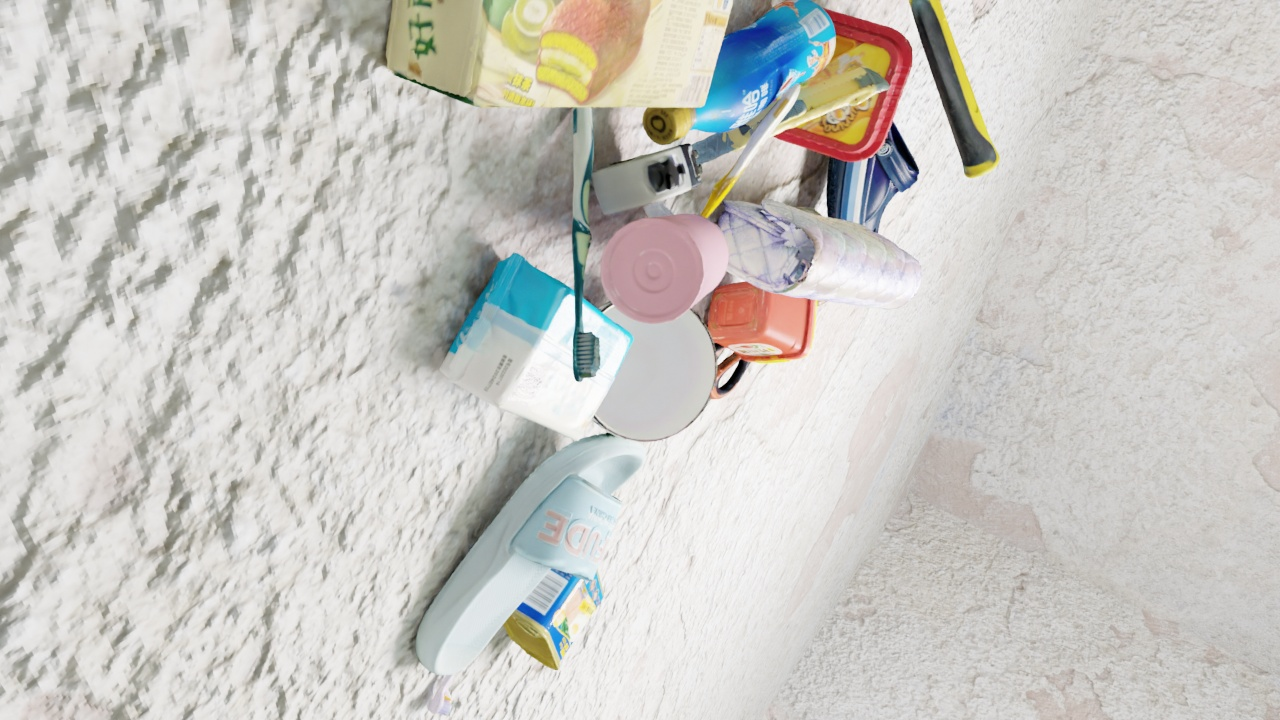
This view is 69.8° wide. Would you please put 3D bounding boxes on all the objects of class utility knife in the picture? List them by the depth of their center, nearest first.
[{"bbox_3d":[0.114,-0.197,0.751,0.198,0.031,0.021,-26,170,-4],"label":"utility knife"}]

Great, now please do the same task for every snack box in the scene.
[{"bbox_3d":[-0.027,-0.202,0.504,0.239,0.063,0.115,-24,135,-55],"label":"snack box"},{"bbox_3d":[0.120,-0.043,0.919,0.080,0.091,0.082,18,75,-40],"label":"snack box"}]

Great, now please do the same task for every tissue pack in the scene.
[{"bbox_3d":[-0.067,-0.007,0.618,0.090,0.063,0.140,-61,150,-3],"label":"tissue pack"}]

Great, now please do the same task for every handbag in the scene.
[{"bbox_3d":[0.163,-0.101,0.868,0.193,0.134,0.076,1,117,-45],"label":"handbag"}]

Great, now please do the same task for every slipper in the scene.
[{"bbox_3d":[-0.079,0.157,0.732,0.245,0.074,0.104,-49,154,-7],"label":"slipper"},{"bbox_3d":[0.253,-0.222,0.992,0.104,0.095,0.253,-77,167,-50],"label":"slipper"}]

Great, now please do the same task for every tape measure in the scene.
[{"bbox_3d":[0.001,-0.125,0.633,0.065,0.066,0.033,-34,110,-52],"label":"tape measure"}]

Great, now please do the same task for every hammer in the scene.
[{"bbox_3d":[0.227,-0.299,0.750,0.125,0.032,0.323,-44,115,-38],"label":"hammer"}]

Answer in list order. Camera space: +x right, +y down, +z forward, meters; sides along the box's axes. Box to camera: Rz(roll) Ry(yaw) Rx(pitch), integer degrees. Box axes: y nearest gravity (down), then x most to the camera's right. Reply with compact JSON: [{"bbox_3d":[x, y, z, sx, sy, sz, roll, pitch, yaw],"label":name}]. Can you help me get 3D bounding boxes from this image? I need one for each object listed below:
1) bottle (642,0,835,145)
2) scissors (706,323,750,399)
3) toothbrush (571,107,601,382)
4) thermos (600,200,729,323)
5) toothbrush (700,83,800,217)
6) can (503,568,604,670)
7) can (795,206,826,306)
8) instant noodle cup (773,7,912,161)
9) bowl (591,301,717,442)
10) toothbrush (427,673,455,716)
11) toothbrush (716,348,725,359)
[{"bbox_3d":[0.075,-0.215,0.696,0.218,0.065,0.065,-42,149,-39],"label":"bottle"},{"bbox_3d":[0.126,-0.013,1.021,0.205,0.015,0.197,37,75,-52],"label":"scissors"},{"bbox_3d":[-0.034,-0.082,0.571,0.016,0.018,0.191,20,68,-65],"label":"toothbrush"},{"bbox_3d":[0.020,-0.079,0.651,0.067,0.087,0.198,-36,-177,16],"label":"thermos"},{"bbox_3d":[0.065,-0.144,0.735,0.192,0.018,0.016,-52,171,29],"label":"toothbrush"},{"bbox_3d":[-0.080,0.224,0.846,0.083,0.057,0.102,-52,155,-29],"label":"can"},{"bbox_3d":[0.190,-0.115,1.046,0.058,0.058,0.147,-59,156,-11],"label":"can"},{"bbox_3d":[0.183,-0.252,0.838,0.123,0.116,0.116,-40,149,-64],"label":"instant noodle cup"},{"bbox_3d":[-0.004,0.004,0.733,0.116,0.116,0.066,-59,-162,-9],"label":"bowl"},{"bbox_3d":[-0.126,0.213,0.784,0.189,0.021,0.029,-61,171,-10],"label":"toothbrush"},{"bbox_3d":[0.091,-0.017,0.999,0.185,0.012,0.017,-54,141,-20],"label":"toothbrush"}]
